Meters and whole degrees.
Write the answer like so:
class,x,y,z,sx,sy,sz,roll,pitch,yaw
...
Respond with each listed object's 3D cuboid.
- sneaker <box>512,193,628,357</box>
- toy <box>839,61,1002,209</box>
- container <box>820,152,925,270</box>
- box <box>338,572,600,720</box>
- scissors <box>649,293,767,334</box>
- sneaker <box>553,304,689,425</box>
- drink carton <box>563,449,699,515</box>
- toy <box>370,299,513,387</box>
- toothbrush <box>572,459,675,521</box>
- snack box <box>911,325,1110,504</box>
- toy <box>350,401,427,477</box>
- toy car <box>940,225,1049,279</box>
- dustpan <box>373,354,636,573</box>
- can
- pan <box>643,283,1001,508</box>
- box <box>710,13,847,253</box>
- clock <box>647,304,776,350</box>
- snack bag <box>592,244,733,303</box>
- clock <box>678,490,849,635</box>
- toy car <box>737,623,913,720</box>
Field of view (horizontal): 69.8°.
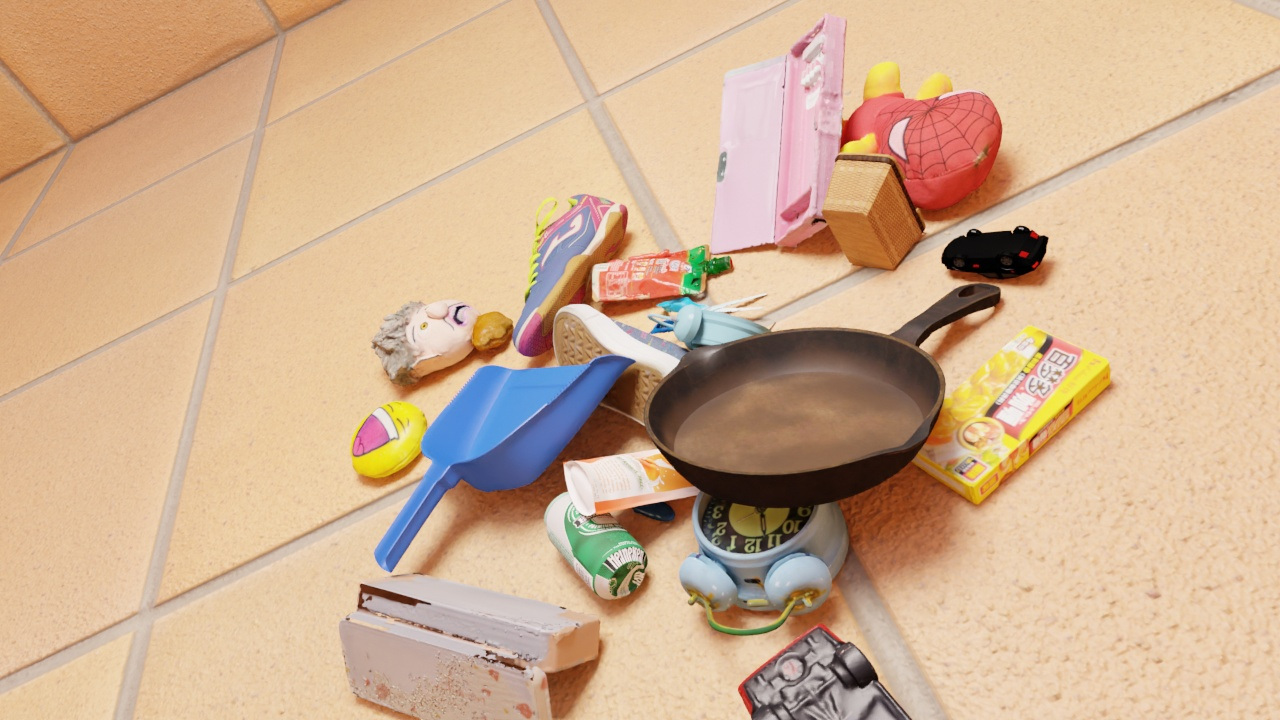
class,x,y,z,sx,sy,sz,roll,pitch,yaw
sneaker,-0.099,-0.101,1.045,0.091,0.116,0.241,21,51,11
toy,0.281,-0.230,0.948,0.147,0.099,0.216,-45,38,3
container,0.222,-0.140,0.883,0.063,0.114,0.061,15,69,41
box,-0.137,0.224,0.736,0.217,0.094,0.107,2,24,33
scissors,0.065,-0.046,0.927,0.132,0.015,0.109,2,27,30
sneaker,-0.005,0.005,0.898,0.079,0.087,0.236,-9,23,-33
drink carton,0.002,0.098,0.776,0.122,0.039,0.069,-5,34,-29
toy,-0.233,-0.032,1.064,0.176,0.076,0.132,-8,43,13
toothbrush,-0.017,0.116,0.817,0.132,0.016,0.021,22,61,41
snack box,0.282,0.039,0.711,0.152,0.025,0.075,-38,40,-11
toy,-0.270,0.084,0.982,0.094,0.041,0.095,-40,43,-8
toy car,0.318,-0.094,0.827,0.092,0.036,0.042,3,46,47
dustpan,-0.150,0.091,0.856,0.246,0.059,0.257,-4,50,55
can,-0.038,0.152,0.758,0.053,0.053,0.101,-39,40,-12
pan,0.170,0.017,0.742,0.355,0.043,0.249,-26,28,-26
box,0.155,-0.235,0.994,0.180,0.059,0.232,-11,68,54
clock,0.065,-0.029,0.859,0.123,0.087,0.042,15,85,16
snack bag,0.025,-0.096,1.007,0.155,0.044,0.087,-9,39,17
clock,0.092,0.139,0.689,0.118,0.060,0.161,-9,40,22
toy car,0.139,0.247,0.547,0.081,0.056,0.189,-36,46,-7
